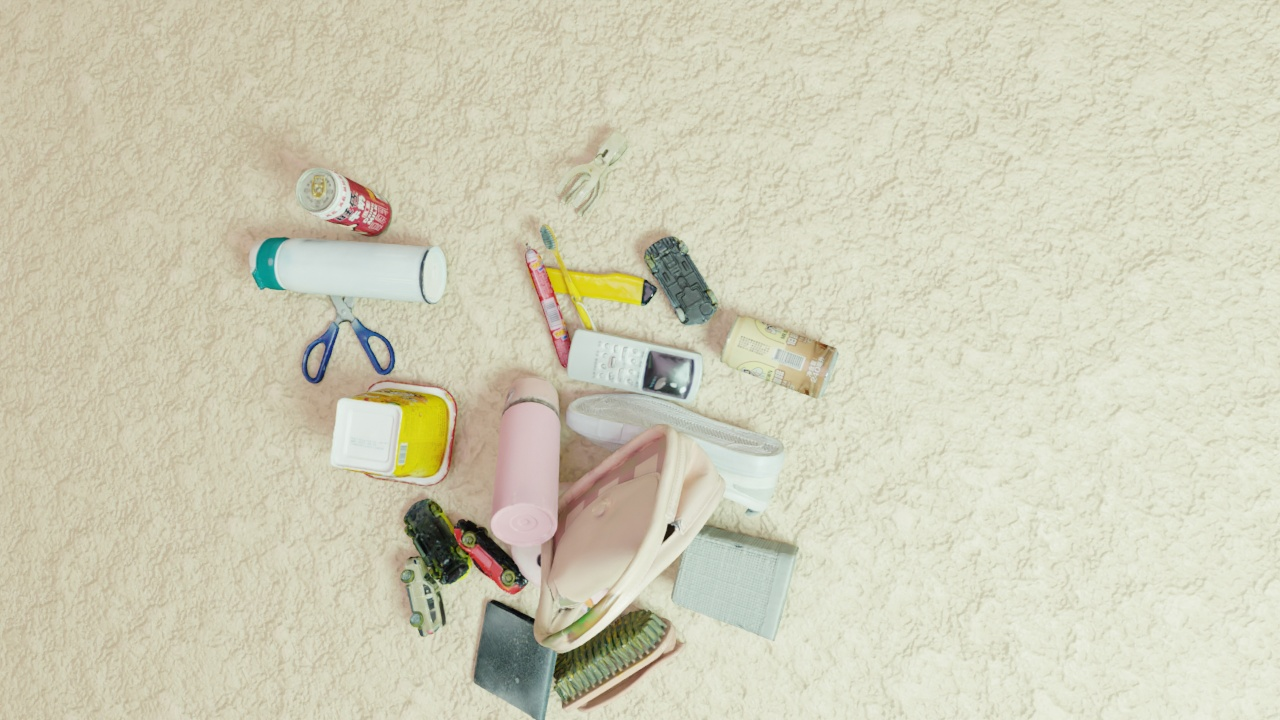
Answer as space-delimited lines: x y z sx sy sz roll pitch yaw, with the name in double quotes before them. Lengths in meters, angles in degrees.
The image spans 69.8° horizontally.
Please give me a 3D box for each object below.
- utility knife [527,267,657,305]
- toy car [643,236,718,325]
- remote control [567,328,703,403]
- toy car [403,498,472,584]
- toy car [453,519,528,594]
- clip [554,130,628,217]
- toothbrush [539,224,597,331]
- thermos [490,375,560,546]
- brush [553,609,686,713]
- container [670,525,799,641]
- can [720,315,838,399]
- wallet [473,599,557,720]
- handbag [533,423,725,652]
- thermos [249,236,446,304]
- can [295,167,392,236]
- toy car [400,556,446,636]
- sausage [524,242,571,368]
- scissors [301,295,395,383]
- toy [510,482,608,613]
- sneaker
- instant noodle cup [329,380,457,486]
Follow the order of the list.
"utility knife" -0.055 -0.087 1.043 0.154 0.015 0.033 10 99 10
"toy car" 0.045 -0.086 1.017 0.049 0.031 0.105 -30 86 -2
"remote control" -0.006 0.006 1.017 0.150 0.021 0.058 11 100 4
"toy car" -0.231 0.208 1.056 0.048 0.032 0.105 -40 70 6
"toy car" -0.171 0.221 1.035 0.106 0.049 0.031 44 93 8
"clip" -0.053 -0.208 1.049 0.035 0.084 0.104 37 69 10
"toothbrush" -0.071 -0.064 1.031 0.016 0.018 0.191 -23 94 17
"thermos" -0.124 0.104 0.971 0.067 0.198 0.087 27 122 -25
"brush" -0.024 0.328 1.003 0.146 0.063 0.073 -32 112 5
"container" 0.100 0.229 0.969 0.114 0.090 0.090 14 89 13
"can" 0.149 -0.004 0.983 0.116 0.058 0.058 20 91 10
"wallet" -0.139 0.329 1.014 0.121 0.019 0.097 10 88 42
"handbag" -0.027 0.181 0.860 0.093 0.233 0.194 45 120 -12
"thermos" -0.342 -0.108 1.063 0.224 0.073 0.073 5 88 11
"can" -0.333 -0.177 1.037 0.053 0.132 0.053 0 87 9
"toy car" -0.248 0.268 1.051 0.035 0.042 0.090 -16 86 -1
"sausage" -0.101 -0.059 1.039 0.020 0.020 0.156 -18 95 9
"scissors" -0.353 -0.043 1.097 0.162 0.012 0.175 37 93 10
"toy" -0.067 0.213 1.018 0.159 0.054 0.121 42 92 2
"sneaker" 0.032 0.104 0.992 0.242 0.089 0.091 15 113 17
"instant noodle cup" -0.279 0.082 1.021 0.116 0.123 0.116 7 89 10
